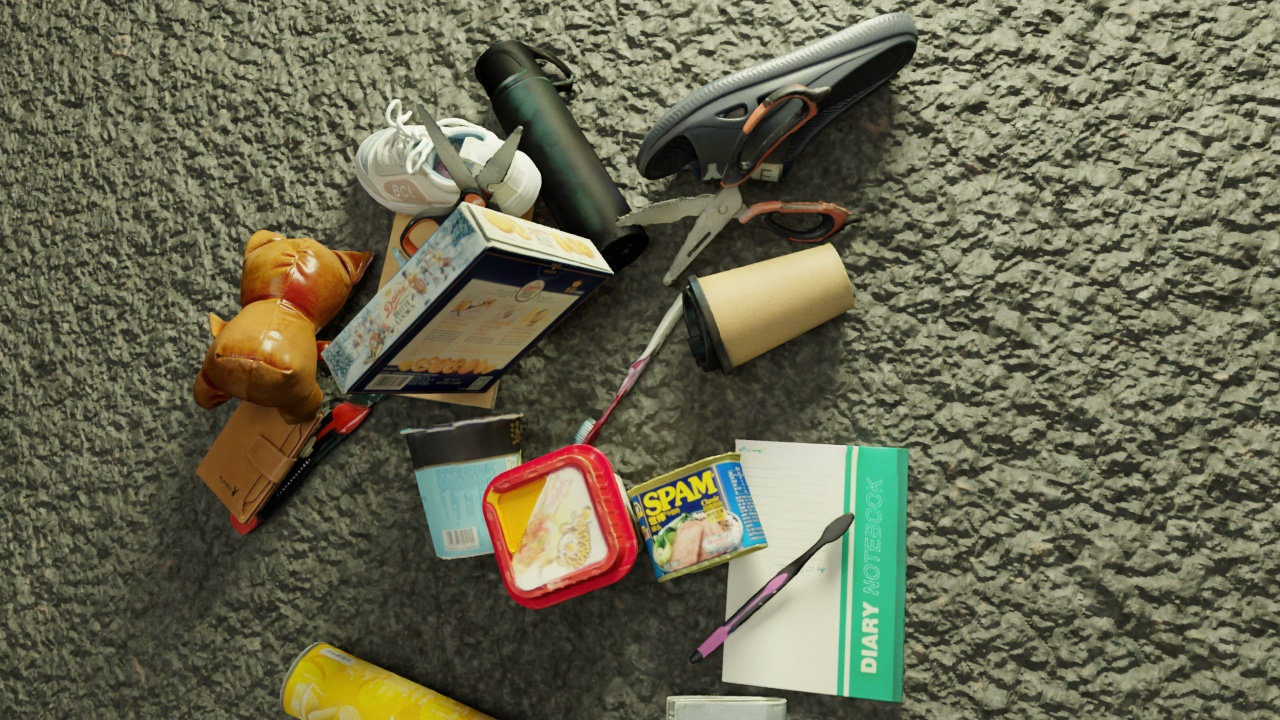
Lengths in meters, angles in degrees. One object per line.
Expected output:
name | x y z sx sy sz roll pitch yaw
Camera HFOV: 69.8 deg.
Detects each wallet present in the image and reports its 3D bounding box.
wallet | -0.381 0.084 0.920 0.108 0.031 0.132 34 90 32
wallet | 0.069 0.348 0.765 0.106 0.037 0.129 0 82 4

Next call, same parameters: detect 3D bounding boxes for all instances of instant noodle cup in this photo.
instant noodle cup | -0.057 0.141 0.785 0.117 0.124 0.116 -22 75 10
instant noodle cup | -0.152 0.114 0.832 0.111 0.111 0.120 -10 87 13

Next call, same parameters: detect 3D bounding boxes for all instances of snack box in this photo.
snack box | -0.137 -0.041 0.763 0.183 0.177 0.045 -41 70 21

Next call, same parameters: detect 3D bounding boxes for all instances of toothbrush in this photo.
toothbrush | -0.005 0.005 0.850 0.017 0.016 0.187 35 92 27
toothbrush | 0.111 0.194 0.778 0.189 0.017 0.014 -44 73 7

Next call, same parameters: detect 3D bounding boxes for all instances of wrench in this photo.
wrench | -0.311 0.078 0.920 0.273 0.016 0.056 -40 73 5

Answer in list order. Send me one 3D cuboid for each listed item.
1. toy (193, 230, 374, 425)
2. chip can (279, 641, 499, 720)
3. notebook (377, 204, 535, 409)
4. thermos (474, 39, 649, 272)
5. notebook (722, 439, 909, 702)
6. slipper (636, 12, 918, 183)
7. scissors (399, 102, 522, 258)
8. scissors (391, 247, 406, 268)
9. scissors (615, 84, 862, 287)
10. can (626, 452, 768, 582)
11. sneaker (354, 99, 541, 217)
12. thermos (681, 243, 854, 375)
toy | -0.344 -0.038 0.892 0.140 0.131 0.199 14 62 -15
chip can | -0.216 0.324 0.825 0.213 0.072 0.072 17 86 17
notebook | -0.192 -0.063 0.906 0.148 0.008 0.207 8 79 14
thermos | -0.069 -0.201 0.876 0.090 0.068 0.242 -25 74 -13
notebook | 0.150 0.175 0.784 0.150 0.012 0.209 2 81 15
slipper | 0.125 -0.210 0.803 0.268 0.110 0.083 -24 79 7
scissors | -0.146 -0.127 0.812 0.233 0.221 0.021 -15 44 39
scissors | -0.209 -0.062 0.897 0.135 0.017 0.133 26 81 20
scissors | 0.088 -0.144 0.792 0.223 0.189 0.015 -4 40 -4
can | 0.050 0.135 0.784 0.102 0.057 0.083 -25 73 21
sneaker | -0.208 -0.189 0.867 0.242 0.090 0.089 16 80 36
thermos | 0.106 -0.047 0.795 0.143 0.093 0.093 -21 76 2
